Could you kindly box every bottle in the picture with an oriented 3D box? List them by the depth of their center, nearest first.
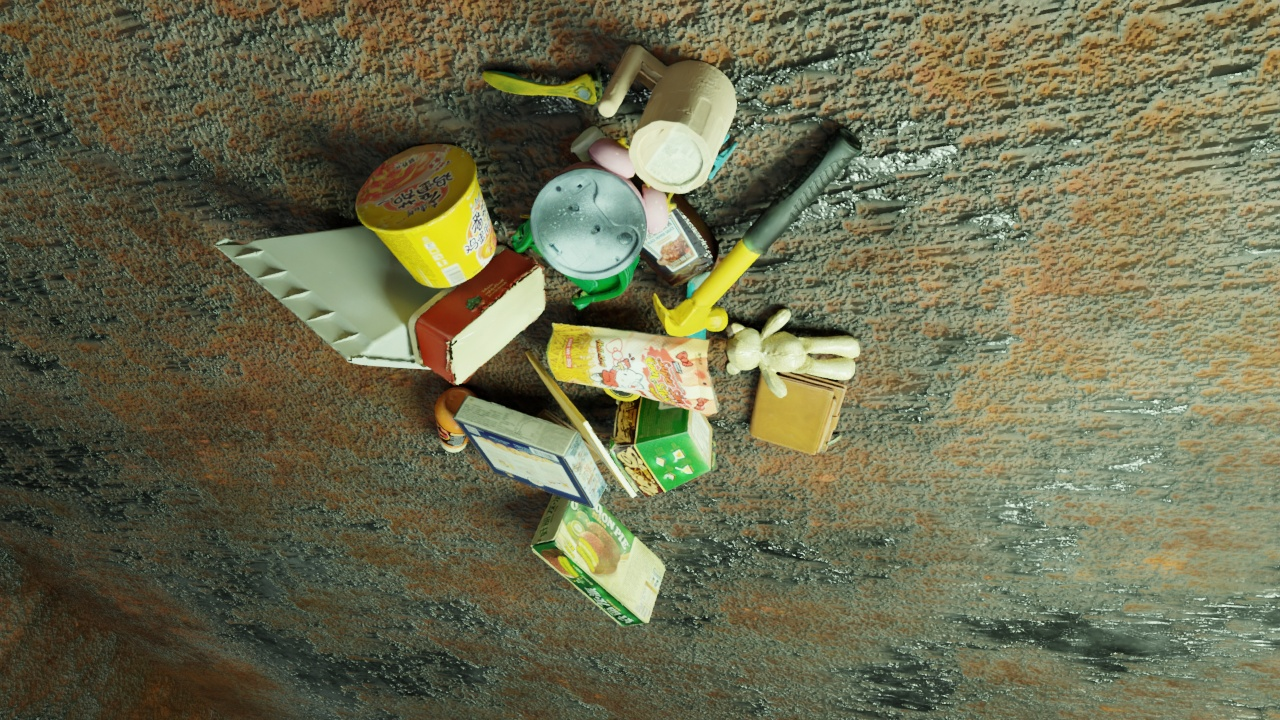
[{"bbox_3d":[0.002,-0.167,0.983,0.080,0.043,0.195,-28,119,31],"label":"bottle"},{"bbox_3d":[-0.276,0.097,1.373,0.067,0.066,0.150,22,146,-2],"label":"bottle"}]

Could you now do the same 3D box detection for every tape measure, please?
[{"bbox_3d":[-0.022,0.026,1.211,0.060,0.028,0.057,5,136,20],"label":"tape measure"}]

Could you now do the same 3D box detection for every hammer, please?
[{"bbox_3d":[0.118,-0.122,0.959,0.302,0.128,0.033,-48,62,38],"label":"hammer"}]

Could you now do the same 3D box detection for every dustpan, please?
[{"bbox_3d":[-0.347,-0.054,1.113,0.223,0.257,0.143,38,125,14],"label":"dustpan"}]

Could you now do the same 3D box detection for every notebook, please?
[{"bbox_3d":[-0.081,0.080,1.202,0.206,0.010,0.146,44,167,53],"label":"notebook"}]

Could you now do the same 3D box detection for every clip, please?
[{"bbox_3d":[0.077,-0.208,0.931,0.047,0.014,0.057,35,136,-13],"label":"clip"}]

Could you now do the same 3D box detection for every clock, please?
[{"bbox_3d":[-0.036,-0.157,0.928,0.159,0.059,0.117,-33,112,19],"label":"clock"}]

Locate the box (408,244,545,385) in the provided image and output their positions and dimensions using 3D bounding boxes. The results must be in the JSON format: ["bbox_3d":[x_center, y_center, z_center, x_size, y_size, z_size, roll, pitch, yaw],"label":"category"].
[{"bbox_3d":[-0.182,-0.050,1.079,0.080,0.167,0.091,29,143,21],"label":"box"}]

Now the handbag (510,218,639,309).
[{"bbox_3d":[-0.073,-0.124,1.040,0.131,0.067,0.120,39,136,-19],"label":"handbag"}]

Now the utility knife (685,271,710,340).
[{"bbox_3d":[0.069,-0.050,1.105,0.029,0.012,0.151,9,138,9],"label":"utility knife"}]

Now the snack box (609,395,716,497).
[{"bbox_3d":[0.033,0.102,1.221,0.106,0.118,0.117,-17,128,20],"label":"snack box"}]

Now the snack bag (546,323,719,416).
[{"bbox_3d":[-0.007,0.007,1.130,0.208,0.073,0.129,12,141,22],"label":"snack bag"}]

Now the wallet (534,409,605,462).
[{"bbox_3d":[-0.122,0.127,1.370,0.115,0.020,0.101,36,136,-13],"label":"wallet"}]

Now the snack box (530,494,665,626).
[{"bbox_3d":[-0.063,0.316,1.476,0.063,0.114,0.240,-20,125,38],"label":"snack box"}]

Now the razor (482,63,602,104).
[{"bbox_3d":[-0.100,-0.278,0.920,0.133,0.028,0.043,11,142,14],"label":"razor"}]

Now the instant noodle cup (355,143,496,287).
[{"bbox_3d":[-0.230,-0.157,1.029,0.138,0.137,0.110,3,145,19],"label":"instant noodle cup"}]

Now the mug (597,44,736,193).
[{"bbox_3d":[0.024,-0.230,0.860,0.124,0.103,0.084,34,137,-16],"label":"mug"}]

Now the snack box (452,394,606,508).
[{"bbox_3d":[-0.154,0.132,1.305,0.178,0.045,0.183,16,154,21],"label":"snack box"}]

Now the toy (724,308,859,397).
[{"bbox_3d":[0.176,-0.010,1.075,0.157,0.066,0.105,5,104,11],"label":"toy"}]

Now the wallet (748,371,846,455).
[{"bbox_3d":[0.202,0.067,1.159,0.119,0.035,0.131,13,140,9],"label":"wallet"}]
